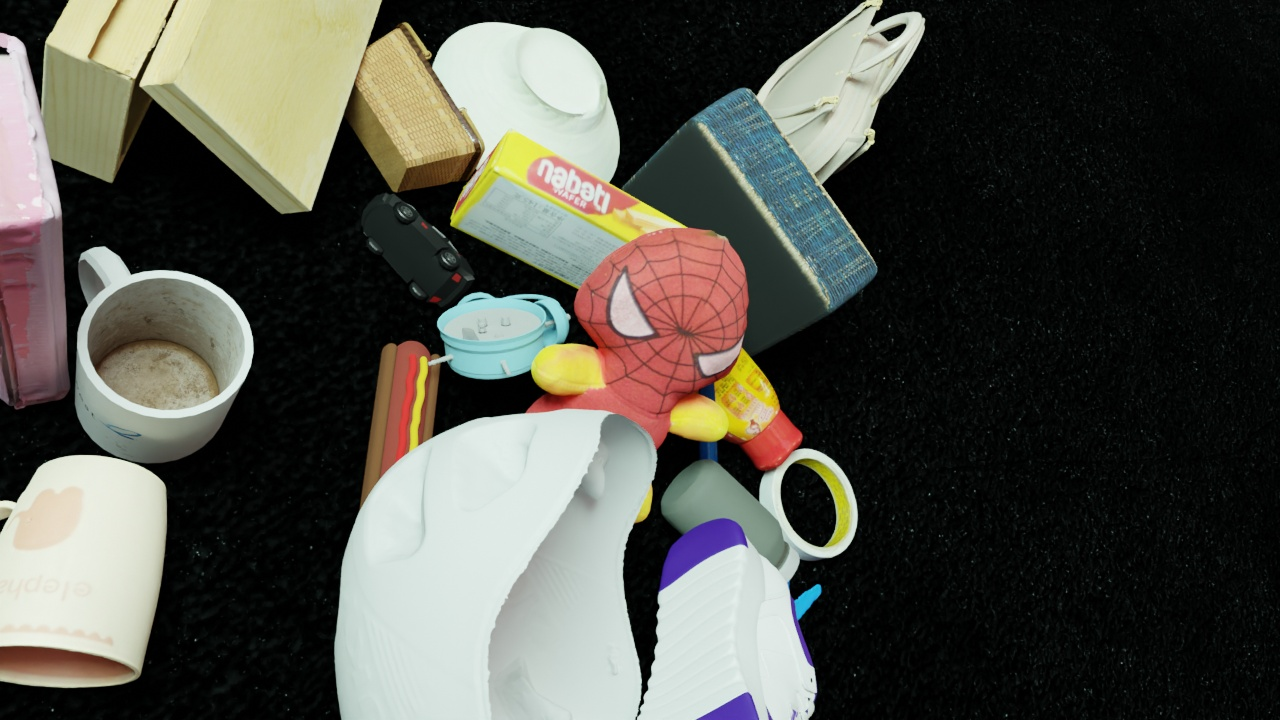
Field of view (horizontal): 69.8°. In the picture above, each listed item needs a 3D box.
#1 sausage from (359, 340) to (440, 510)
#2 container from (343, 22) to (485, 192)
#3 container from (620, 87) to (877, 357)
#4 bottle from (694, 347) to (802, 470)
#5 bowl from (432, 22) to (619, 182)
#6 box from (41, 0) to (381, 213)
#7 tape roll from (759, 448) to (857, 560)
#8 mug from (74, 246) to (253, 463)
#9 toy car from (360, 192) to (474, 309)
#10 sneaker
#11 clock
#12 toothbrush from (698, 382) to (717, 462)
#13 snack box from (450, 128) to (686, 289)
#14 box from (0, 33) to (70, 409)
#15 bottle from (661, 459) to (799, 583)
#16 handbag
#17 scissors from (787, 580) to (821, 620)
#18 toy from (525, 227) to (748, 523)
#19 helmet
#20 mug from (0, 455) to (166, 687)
[{"bbox_3d":[-0.160,0.059,0.607,0.040,0.040,0.155,14,64,-27],"label":"sausage"},{"bbox_3d":[-0.176,-0.182,0.685,0.061,0.063,0.114,-33,90,-30],"label":"container"},{"bbox_3d":[0.082,-0.105,0.760,0.071,0.146,0.187,-38,93,-34],"label":"container"},{"bbox_3d":[0.077,0.030,0.762,0.134,0.049,0.071,49,51,-6],"label":"bottle"},{"bbox_3d":[-0.078,-0.219,0.755,0.176,0.058,0.176,15,60,-29],"label":"bowl"},{"bbox_3d":[-0.267,-0.240,0.589,0.179,0.142,0.248,12,65,-9],"label":"box"},{"bbox_3d":[0.144,0.123,0.784,0.094,0.019,0.094,13,64,-29],"label":"tape roll"},{"bbox_3d":[-0.282,-0.009,0.521,0.082,0.097,0.119,-33,90,-37],"label":"mug"},{"bbox_3d":[-0.160,-0.081,0.665,0.091,0.042,0.036,47,28,-6],"label":"toy car"},{"bbox_3d":[0.067,0.230,0.600,0.111,0.092,0.243,46,32,-31],"label":"sneaker"},{"bbox_3d":[-0.097,-0.026,0.653,0.122,0.087,0.042,-57,150,-60],"label":"clock"},{"bbox_3d":[0.053,0.015,0.712,0.016,0.017,0.190,-8,109,-16],"label":"toothbrush"},{"bbox_3d":[-0.038,-0.095,0.714,0.200,0.092,0.042,25,60,-21],"label":"snack box"},{"bbox_3d":[-0.320,-0.047,0.429,0.080,0.233,0.099,-10,77,-34],"label":"box"},{"bbox_3d":[0.070,0.130,0.710,0.108,0.060,0.060,44,54,-9],"label":"bottle"},{"bbox_3d":[0.184,-0.245,0.849,0.101,0.198,0.194,37,55,-15],"label":"handbag"},{"bbox_3d":[0.117,0.219,0.731,0.130,0.018,0.109,-30,87,-38],"label":"scissors"},{"bbox_3d":[-0.004,0.004,0.640,0.147,0.099,0.216,22,103,-35],"label":"toy"},{"bbox_3d":[-0.065,0.172,0.519,0.223,0.184,0.282,-13,88,-70],"label":"helmet"},{"bbox_3d":[-0.307,0.108,0.476,0.111,0.085,0.104,-1,58,-2],"label":"mug"}]
